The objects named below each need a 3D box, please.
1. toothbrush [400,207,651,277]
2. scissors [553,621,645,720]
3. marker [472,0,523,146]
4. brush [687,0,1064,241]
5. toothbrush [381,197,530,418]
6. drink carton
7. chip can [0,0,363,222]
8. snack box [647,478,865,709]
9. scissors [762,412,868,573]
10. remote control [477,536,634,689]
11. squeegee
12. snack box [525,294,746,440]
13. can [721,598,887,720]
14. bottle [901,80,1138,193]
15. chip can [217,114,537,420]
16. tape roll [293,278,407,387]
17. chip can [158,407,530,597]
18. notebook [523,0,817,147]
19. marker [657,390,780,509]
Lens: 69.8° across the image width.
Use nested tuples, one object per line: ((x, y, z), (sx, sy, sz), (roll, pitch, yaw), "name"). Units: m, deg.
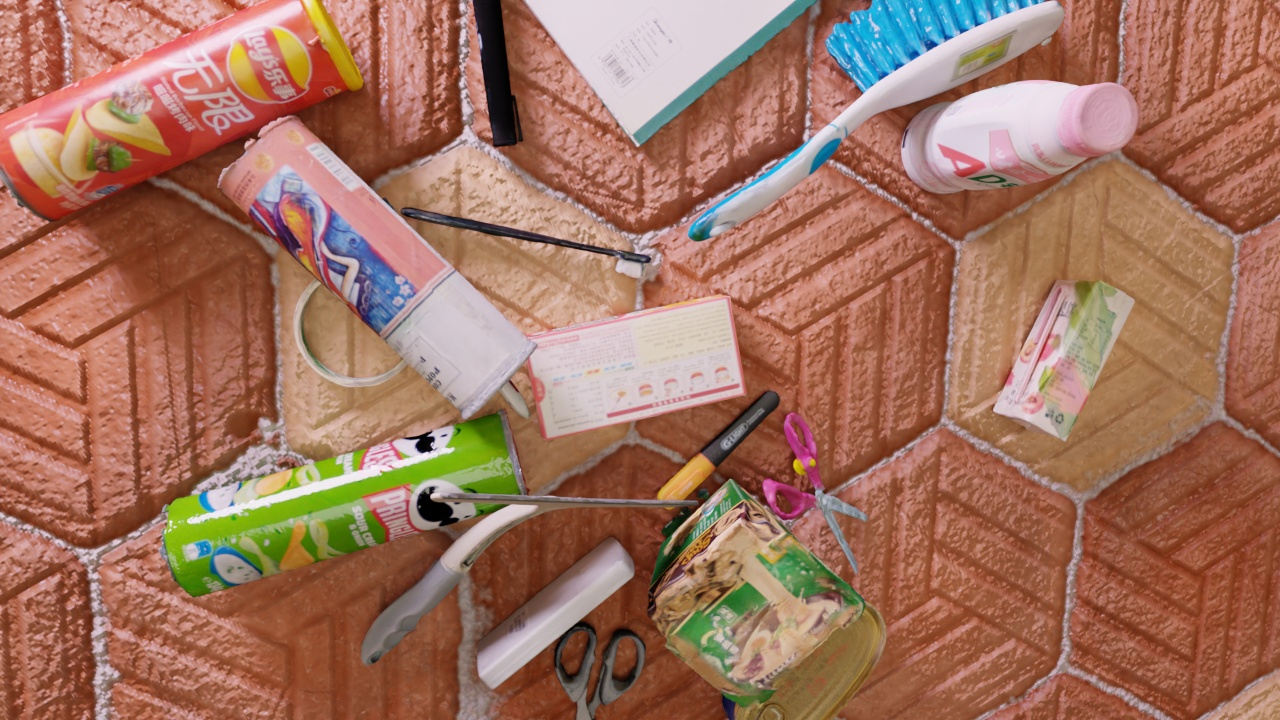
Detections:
((-0.080, -0.086, 0.655), (0.181, 0.015, 0.018), (12, 105, -13), "toothbrush")
((-0.037, 0.289, 0.719), (0.140, 0.014, 0.173), (-23, 101, -5), "scissors")
((-0.100, -0.215, 0.632), (0.022, 0.020, 0.132), (-7, 99, 2), "marker")
((0.156, -0.191, 0.644), (0.314, 0.060, 0.109), (-25, 69, -2), "brush")
((-0.133, -0.035, 0.655), (0.017, 0.016, 0.187), (-38, 102, -13), "toothbrush")
((0.330, -0.003, 0.722), (0.045, 0.053, 0.122), (25, 92, -12), "drink carton")
((-0.290, -0.164, 0.579), (0.216, 0.073, 0.073), (-25, 101, -6), "chip can")
((0.075, 0.157, 0.668), (0.117, 0.105, 0.118), (43, 101, -13), "snack box")
((0.133, 0.107, 0.695), (0.017, 0.123, 0.133), (-23, 94, 39), "scissors")
((-0.063, 0.184, 0.677), (0.135, 0.056, 0.019), (-39, 103, -4), "remote control")
((-0.121, 0.142, 0.634), (0.247, 0.246, 0.039), (-39, 62, 25), "squeegee")
((-0.004, 0.004, 0.677), (0.155, 0.027, 0.077), (-12, 99, -8), "snack box")
((0.126, 0.241, 0.722), (0.074, 0.049, 0.148), (41, 89, -13), "can")
((0.246, -0.150, 0.612), (0.068, 0.197, 0.068), (-1, 98, -10), "bottle")
((-0.168, -0.060, 0.601), (0.071, 0.071, 0.214), (-45, 99, -2), "chip can")
((-0.198, -0.024, 0.645), (0.085, 0.014, 0.086), (-1, 98, -10), "tape roll")
((-0.198, 0.098, 0.633), (0.236, 0.072, 0.072), (-15, 100, -7), "chip can")
((0.032, -0.276, 0.651), (0.209, 0.012, 0.150), (-40, 103, -3), "notebook")
((0.061, 0.068, 0.704), (0.124, 0.015, 0.018), (-44, 107, -4), "marker")
